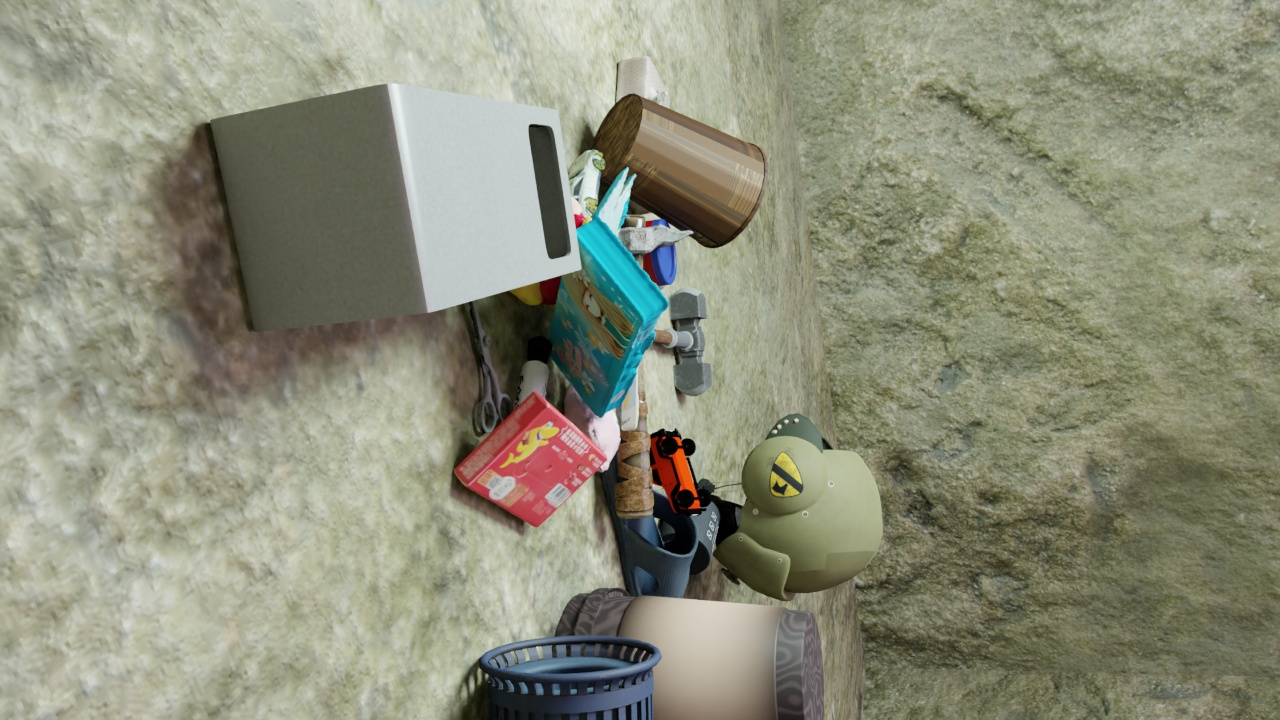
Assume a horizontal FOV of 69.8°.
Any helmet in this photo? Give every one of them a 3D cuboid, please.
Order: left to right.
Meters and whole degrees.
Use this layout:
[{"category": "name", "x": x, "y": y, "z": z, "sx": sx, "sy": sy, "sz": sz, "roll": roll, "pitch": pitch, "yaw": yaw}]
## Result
[{"category": "helmet", "x": 0.196, "y": 0.207, "z": 1.248, "sx": 0.250, "sy": 0.256, "sz": 0.232, "roll": 37, "pitch": 47, "yaw": -67}]

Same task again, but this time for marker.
[{"category": "marker", "x": -0.095, "y": 0.025, "z": 0.802, "sx": 0.125, "sy": 0.025, "sz": 0.025, "roll": -87, "pitch": 161, "yaw": -45}]

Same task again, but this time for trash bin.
[{"category": "trash bin", "x": -0.136, "y": -0.098, "z": 0.583, "sx": 0.228, "sy": 0.115, "sz": 0.114, "roll": -34, "pitch": 117, "yaw": -69}, {"category": "trash bin", "x": -0.051, "y": 0.350, "z": 0.696, "sx": 0.139, "sy": 0.139, "sz": 0.249, "roll": 14, "pitch": 74, "yaw": -71}]

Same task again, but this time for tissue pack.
[{"category": "tissue pack", "x": 0.008, "y": -0.286, "z": 1.156, "sx": 0.104, "sy": 0.071, "sz": 0.181, "roll": 49, "pitch": 43, "yaw": -62}]

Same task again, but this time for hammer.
[{"category": "hammer", "x": -0.006, "y": 0.006, "z": 0.968, "sx": 0.049, "sy": 0.121, "sz": 0.318, "roll": 175, "pitch": -85, "yaw": -75}, {"category": "hammer", "x": 0.023, "y": -0.031, "z": 1.180, "sx": 0.321, "sy": 0.043, "sz": 0.156, "roll": 4, "pitch": 81, "yaw": -69}]

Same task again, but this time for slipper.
[{"category": "slipper", "x": 0.024, "y": 0.191, "z": 1.048, "sx": 0.101, "sy": 0.083, "sz": 0.264, "roll": -63, "pitch": 142, "yaw": -59}]

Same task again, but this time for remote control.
[{"category": "remote control", "x": -0.012, "y": 0.010, "z": 0.904, "sx": 0.038, "sy": 0.018, "sz": 0.126, "roll": -119, "pitch": -153, "yaw": -62}]

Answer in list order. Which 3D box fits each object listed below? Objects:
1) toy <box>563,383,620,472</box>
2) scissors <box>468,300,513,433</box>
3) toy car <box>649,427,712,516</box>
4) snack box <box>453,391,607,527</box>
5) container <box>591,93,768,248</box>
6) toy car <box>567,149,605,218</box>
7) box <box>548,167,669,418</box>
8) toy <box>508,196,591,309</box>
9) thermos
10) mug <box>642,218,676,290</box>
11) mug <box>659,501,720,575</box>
[{"category": "toy", "x": -0.046, "y": 0.072, "z": 0.899, "sx": 0.095, "sy": 0.052, "sz": 0.099, "roll": -116, "pitch": -168, "yaw": -65}, {"category": "scissors", "x": -0.125, "y": -0.005, "z": 0.758, "sx": 0.090, "sy": 0.014, "sz": 0.171, "roll": -9, "pitch": 95, "yaw": -73}, {"category": "toy car", "x": 0.037, "y": 0.123, "z": 0.999, "sx": 0.051, "sy": 0.049, "sz": 0.100, "roll": 12, "pitch": 57, "yaw": -59}, {"category": "snack box", "x": -0.085, "y": 0.085, "z": 0.753, "sx": 0.021, "sy": 0.089, "sz": 0.133, "roll": 44, "pitch": -4, "yaw": 31}, {"category": "container", "x": 0.039, "y": -0.219, "z": 1.045, "sx": 0.167, "sy": 0.132, "sz": 0.132, "roll": 21, "pitch": 60, "yaw": -31}, {"category": "toy car", "x": -0.065, "y": -0.170, "z": 0.934, "sx": 0.033, "sy": 0.048, "sz": 0.105, "roll": 25, "pitch": 56, "yaw": -29}, {"category": "box", "x": -0.038, "y": -0.061, "z": 0.791, "sx": 0.228, "sy": 0.083, "sz": 0.172, "roll": 115, "pitch": -29, "yaw": -65}, {"category": "toy", "x": -0.082, "y": -0.096, "z": 0.840, "sx": 0.137, "sy": 0.067, "sz": 0.106, "roll": -43, "pitch": 135, "yaw": -58}, {"category": "thermos", "x": 0.050, "y": 0.302, "z": 0.865, "sx": 0.172, "sy": 0.226, "sz": 0.172, "roll": -4, "pitch": 90, "yaw": -72}, {"category": "mug", "x": 0.001, "y": -0.111, "z": 1.062, "sx": 0.112, "sy": 0.076, "sz": 0.074, "roll": 56, "pitch": 34, "yaw": -56}, {"category": "mug", "x": 0.056, "y": 0.233, "z": 1.173, "sx": 0.077, "sy": 0.071, "sz": 0.105, "roll": -66, "pitch": 173, "yaw": -55}]
